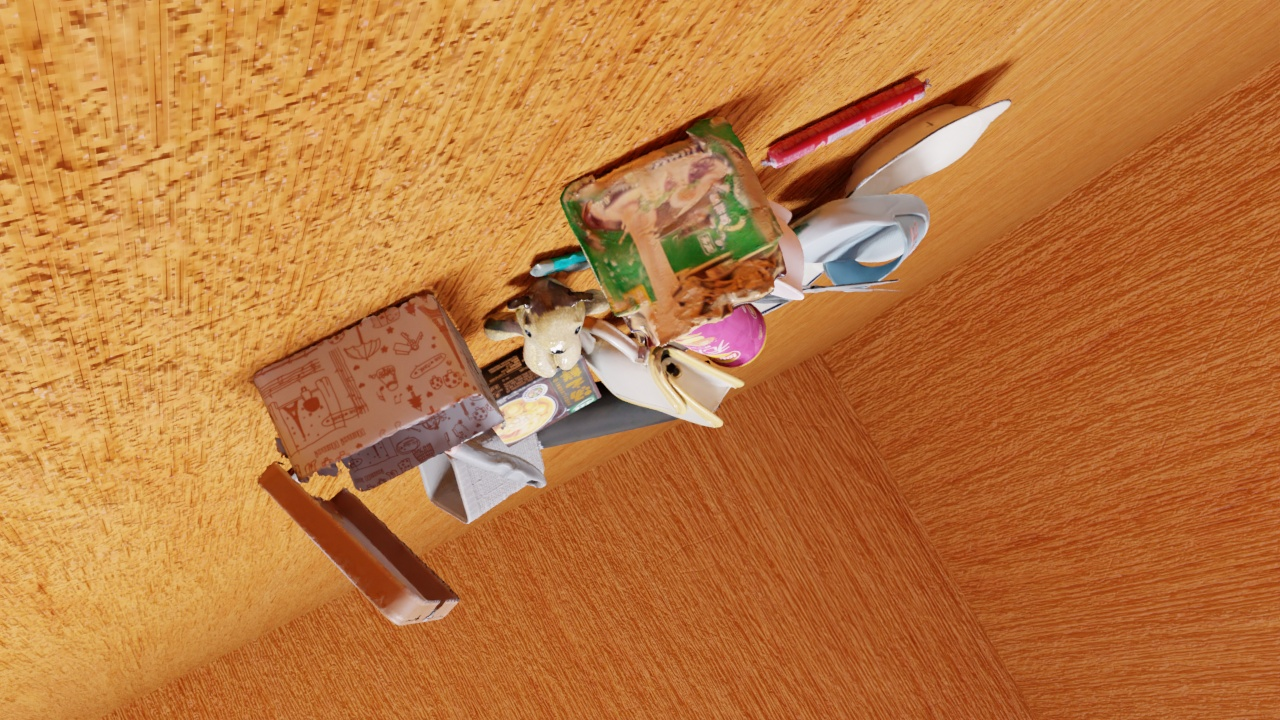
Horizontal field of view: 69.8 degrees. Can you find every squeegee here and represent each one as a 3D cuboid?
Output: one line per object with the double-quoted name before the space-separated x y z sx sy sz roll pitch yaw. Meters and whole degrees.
"squeegee" -0.190 0.088 0.907 0.248 0.040 0.249 -36 141 30

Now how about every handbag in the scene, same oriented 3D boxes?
"handbag" -0.006 0.005 0.932 0.163 0.178 0.063 11 -105 60

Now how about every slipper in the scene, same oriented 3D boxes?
"slipper" 0.219 -0.113 0.909 0.104 0.074 0.244 -31 167 38

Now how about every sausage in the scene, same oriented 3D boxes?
"sausage" 0.159 -0.183 0.704 0.155 0.020 0.020 -27 172 -12

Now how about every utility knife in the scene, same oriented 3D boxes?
"utility knife" -0.028 -0.081 0.708 0.156 0.013 0.029 -21 178 -46

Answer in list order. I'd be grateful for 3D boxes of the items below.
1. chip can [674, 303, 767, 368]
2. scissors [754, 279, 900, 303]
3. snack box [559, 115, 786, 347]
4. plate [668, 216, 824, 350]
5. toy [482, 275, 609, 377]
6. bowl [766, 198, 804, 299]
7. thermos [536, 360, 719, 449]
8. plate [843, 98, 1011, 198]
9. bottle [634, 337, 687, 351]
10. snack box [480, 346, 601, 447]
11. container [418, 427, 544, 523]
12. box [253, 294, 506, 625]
"chip can" 0.055 -0.043 0.847 0.071 0.071 0.210 -31 161 16
"scissors" 0.166 -0.072 0.909 0.159 0.014 0.176 5 172 -23
"snack box" 0.017 -0.077 0.609 0.118 0.117 0.105 -26 -176 -7
"plate" 0.118 -0.091 0.993 0.265 0.034 0.162 -24 158 -27
"toy" -0.072 -0.022 0.740 0.105 0.066 0.157 -10 166 -7
"bowl" 0.092 -0.102 0.768 0.118 0.118 0.065 15 96 -79
"thermos" -0.032 0.047 1.089 0.243 0.068 0.090 -13 149 8
"plate" 0.263 -0.202 0.890 0.164 0.034 0.164 -28 172 -4
"bottle" 0.018 -0.016 1.112 0.057 0.057 0.175 -24 171 -31
"snack box" -0.105 0.029 0.930 0.113 0.053 0.126 -29 153 -4
"container" -0.178 0.108 1.030 0.114 0.090 0.090 -28 -150 -35
"box" -0.161 0.086 0.645 0.156 0.193 0.183 -29 172 -7
